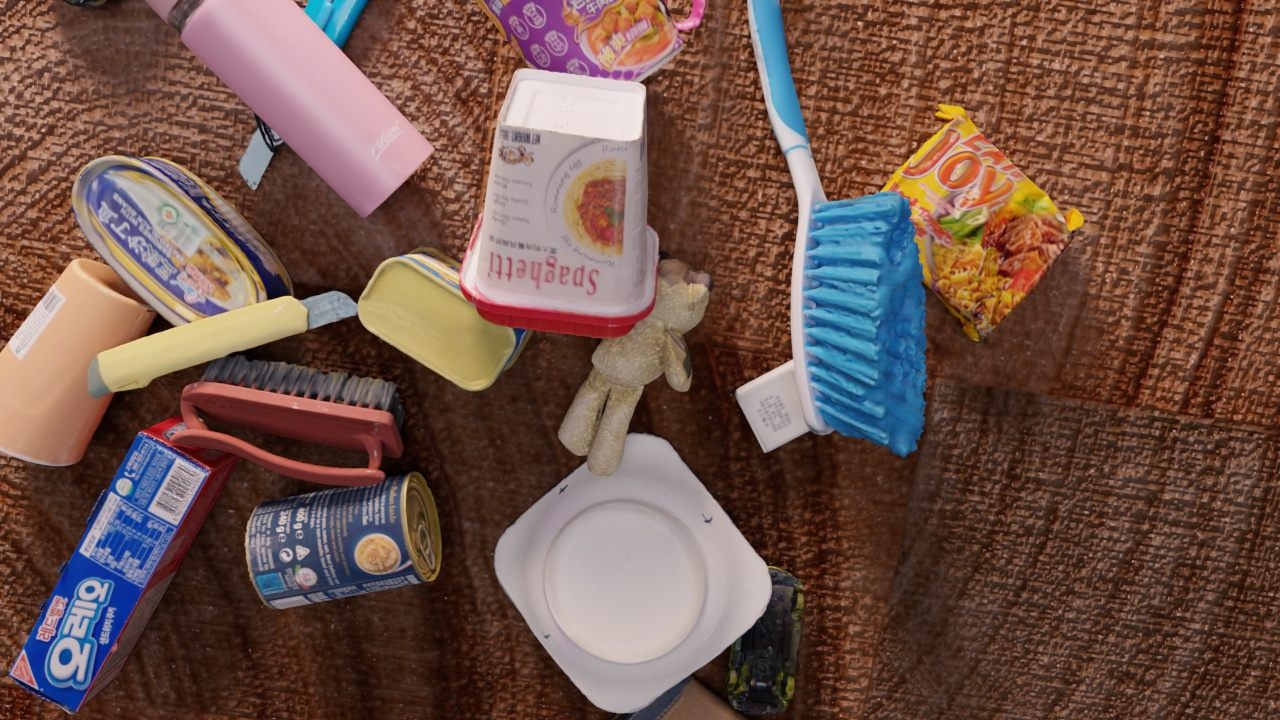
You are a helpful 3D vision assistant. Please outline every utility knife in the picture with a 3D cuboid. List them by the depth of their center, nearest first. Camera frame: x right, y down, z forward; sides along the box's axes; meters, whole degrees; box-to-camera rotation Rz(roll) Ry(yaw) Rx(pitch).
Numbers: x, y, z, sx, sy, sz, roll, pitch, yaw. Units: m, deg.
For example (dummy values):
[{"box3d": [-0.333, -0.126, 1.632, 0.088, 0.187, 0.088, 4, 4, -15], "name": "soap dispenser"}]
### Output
[{"box3d": [-0.267, -0.013, 0.581, 0.183, 0.019, 0.031, -15, 104, 6], "name": "utility knife"}, {"box3d": [-0.219, -0.195, 0.602, 0.034, 0.018, 0.182, 30, 100, -6], "name": "utility knife"}]

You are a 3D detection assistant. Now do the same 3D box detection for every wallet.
[{"box3d": [0.037, 0.285, 0.678, 0.115, 0.033, 0.090, 39, 96, -10], "name": "wallet"}]

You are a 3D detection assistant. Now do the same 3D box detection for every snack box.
[{"box3d": [-0.357, 0.141, 0.638, 0.057, 0.058, 0.207, 31, 98, -5], "name": "snack box"}]

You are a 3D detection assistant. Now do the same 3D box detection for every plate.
[{"box3d": [-0.009, 0.151, 0.637, 0.164, 0.034, 0.164, -40, 86, 6], "name": "plate"}]

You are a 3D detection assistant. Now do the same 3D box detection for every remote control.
[{"box3d": [0.130, 0.015, 0.634, 0.125, 0.024, 0.049, -28, 97, 5], "name": "remote control"}]

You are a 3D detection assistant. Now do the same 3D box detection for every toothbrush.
[{"box3d": [-0.257, -0.227, 0.589, 0.017, 0.014, 0.189, -14, 93, 5], "name": "toothbrush"}]

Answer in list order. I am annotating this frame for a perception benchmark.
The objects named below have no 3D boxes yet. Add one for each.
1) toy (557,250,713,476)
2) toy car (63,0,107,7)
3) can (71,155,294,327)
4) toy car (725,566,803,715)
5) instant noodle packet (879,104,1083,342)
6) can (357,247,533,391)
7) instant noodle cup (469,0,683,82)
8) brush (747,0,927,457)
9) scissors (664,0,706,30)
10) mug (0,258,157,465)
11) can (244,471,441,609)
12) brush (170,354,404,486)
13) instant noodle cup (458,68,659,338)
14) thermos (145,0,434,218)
[{"box3d": [-0.004, 0.004, 0.616, 0.105, 0.066, 0.157, 35, 101, 40], "name": "toy"}, {"box3d": [-0.327, -0.294, 0.568, 0.070, 0.042, 0.158, 37, 100, 6], "name": "toy car"}, {"box3d": [-0.299, -0.072, 0.606, 0.075, 0.049, 0.148, -43, 97, 7], "name": "can"}, {"box3d": [0.089, 0.201, 0.663, 0.048, 0.032, 0.105, 7, 88, -1], "name": "toy car"}, {"box3d": [0.215, -0.093, 0.607, 0.128, 0.044, 0.111, 41, 93, -6], "name": "instant noodle packet"}, {"box3d": [-0.125, -0.028, 0.596, 0.102, 0.083, 0.057, 32, 98, -5], "name": "can"}, {"box3d": [-0.034, -0.209, 0.559, 0.111, 0.111, 0.099, -32, 107, 5], "name": "instant noodle cup"}, {"box3d": [0.118, -0.099, 0.577, 0.060, 0.110, 0.314, -11, 101, -40], "name": "brush"}, {"box3d": [0.048, -0.273, 0.580, 0.134, 0.017, 0.133, 6, 88, 11], "name": "scissors"}, {"box3d": [-0.379, -0.002, 0.608, 0.078, 0.078, 0.123, 33, 93, -5], "name": "mug"}, {"box3d": [-0.201, 0.123, 0.626, 0.111, 0.075, 0.075, -11, 99, 2], "name": "can"}, {"box3d": [-0.234, 0.041, 0.611, 0.146, 0.063, 0.069, 11, 62, -1], "name": "brush"}, {"box3d": [-0.042, -0.093, 0.535, 0.116, 0.116, 0.124, 7, 129, -3], "name": "instant noodle cup"}, {"box3d": [-0.214, -0.188, 0.564, 0.198, 0.067, 0.087, 47, 60, -18], "name": "thermos"}]
